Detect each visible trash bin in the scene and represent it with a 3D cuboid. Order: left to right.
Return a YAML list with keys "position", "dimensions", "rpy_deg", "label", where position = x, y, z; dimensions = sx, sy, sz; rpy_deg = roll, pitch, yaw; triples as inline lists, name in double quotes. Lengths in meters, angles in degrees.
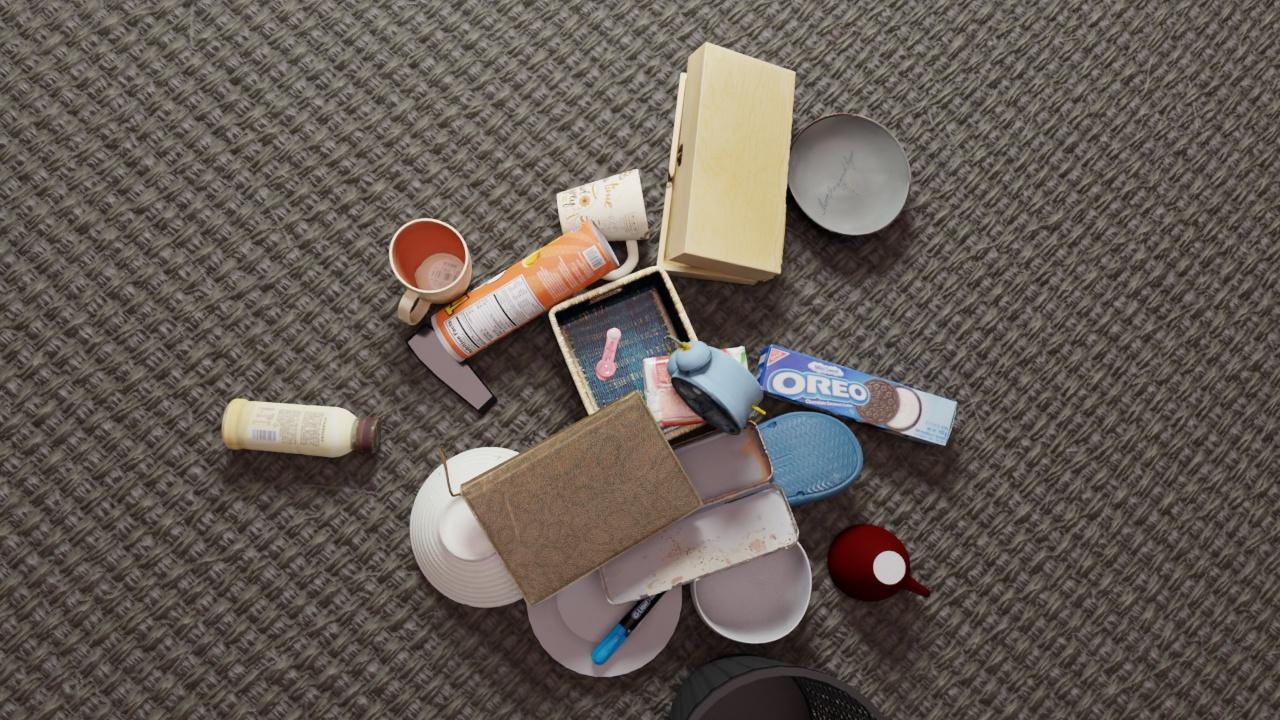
- position: [0.120, 0.394, 0.908]
  dimensions: [0.217, 0.243, 0.216]
  rpy_deg: [1, 82, -4]
  label: "trash bin"

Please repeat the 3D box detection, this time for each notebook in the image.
- position: [-0.072, 0.125, 0.944]
  dimensions: [0.215, 0.034, 0.190]
  rpy_deg: [-30, 98, -3]
  label: "notebook"

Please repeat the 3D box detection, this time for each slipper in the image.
- position: [0.144, 0.123, 1.044]
  dimensions: [0.214, 0.059, 0.103]
  rpy_deg: [-19, 75, 8]
  label: "slipper"

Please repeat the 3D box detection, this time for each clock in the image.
- position: [0.068, 0.020, 0.926]
  dimensions: [0.124, 0.089, 0.051]
  rpy_deg: [42, 77, -1]
  label: "clock"

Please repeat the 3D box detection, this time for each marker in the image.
- position: [-0.009, 0.286, 1.011]
  dimensions: [0.018, 0.015, 0.123]
  rpy_deg: [42, 80, 4]
  label: "marker"

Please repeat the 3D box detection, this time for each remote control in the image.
- position: [-0.218, 0.010, 1.060]
  dimensions: [0.124, 0.010, 0.039]
  rpy_deg: [45, 82, 3]
  label: "remote control"

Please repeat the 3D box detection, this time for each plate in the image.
- position: [-0.041, 0.264, 1.030]
  dimensions: [0.173, 0.019, 0.172]
  rpy_deg: [0, 82, -3]
  label: "plate"

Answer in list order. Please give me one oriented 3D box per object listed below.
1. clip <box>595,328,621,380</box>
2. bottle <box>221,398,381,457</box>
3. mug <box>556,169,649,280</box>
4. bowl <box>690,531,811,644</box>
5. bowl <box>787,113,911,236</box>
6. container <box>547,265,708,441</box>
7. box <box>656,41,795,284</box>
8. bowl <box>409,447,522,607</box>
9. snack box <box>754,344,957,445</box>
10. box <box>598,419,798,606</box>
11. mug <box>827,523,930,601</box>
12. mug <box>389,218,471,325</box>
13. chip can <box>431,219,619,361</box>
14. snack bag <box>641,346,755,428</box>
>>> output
- position: [-0.034, -0.006, 0.999]
  dimensions: [0.022, 0.038, 0.059]
  rpy_deg: [15, 82, 2]
  label: "clip"
- position: [-0.373, 0.077, 1.018]
  dimensions: [0.162, 0.056, 0.056]
  rpy_deg: [5, 81, -3]
  label: "bottle"
- position: [-0.040, -0.154, 1.072]
  dimensions: [0.097, 0.081, 0.122]
  rpy_deg: [-10, 104, 2]
  label: "mug"
- position: [0.119, 0.244, 1.020]
  dimensions: [0.132, 0.064, 0.131]
  rpy_deg: [0, 82, -3]
  label: "bowl"
- position: [0.242, -0.214, 1.097]
  dimensions: [0.150, 0.057, 0.150]
  rpy_deg: [0, 81, -3]
  label: "bowl"
- position: [-0.006, 0.006, 1.043]
  dimensions: [0.145, 0.071, 0.187]
  rpy_deg: [-23, 84, -6]
  label: "container"
- position: [0.098, -0.221, 1.082]
  dimensions: [0.140, 0.123, 0.248]
  rpy_deg: [10, 81, -26]
  label: "box"
- position: [-0.174, 0.179, 0.998]
  dimensions: [0.177, 0.071, 0.177]
  rpy_deg: [-1, 79, 4]
  label: "bowl"
- position: [0.246, 0.041, 1.061]
  dimensions: [0.226, 0.059, 0.059]
  rpy_deg: [18, 85, -1]
  label: "snack box"
- position: [0.048, 0.165, 0.991]
  dimensions: [0.216, 0.058, 0.153]
  rpy_deg: [-20, 69, 3]
  label: "box"
- position: [0.273, 0.233, 1.019]
  dimensions: [0.114, 0.088, 0.087]
  rpy_deg: [29, 81, 1]
  label: "mug"
- position: [-0.236, -0.091, 1.027]
  dimensions: [0.085, 0.104, 0.111]
  rpy_deg: [27, 82, 1]
  label: "mug"
- position: [-0.129, -0.078, 1.028]
  dimensions: [0.210, 0.062, 0.062]
  rpy_deg: [-30, 85, 7]
  label: "chip can"
- position: [0.061, 0.030, 0.988]
  dimensions: [0.116, 0.036, 0.077]
  rpy_deg: [-7, 83, -5]
  label: "snack bag"
